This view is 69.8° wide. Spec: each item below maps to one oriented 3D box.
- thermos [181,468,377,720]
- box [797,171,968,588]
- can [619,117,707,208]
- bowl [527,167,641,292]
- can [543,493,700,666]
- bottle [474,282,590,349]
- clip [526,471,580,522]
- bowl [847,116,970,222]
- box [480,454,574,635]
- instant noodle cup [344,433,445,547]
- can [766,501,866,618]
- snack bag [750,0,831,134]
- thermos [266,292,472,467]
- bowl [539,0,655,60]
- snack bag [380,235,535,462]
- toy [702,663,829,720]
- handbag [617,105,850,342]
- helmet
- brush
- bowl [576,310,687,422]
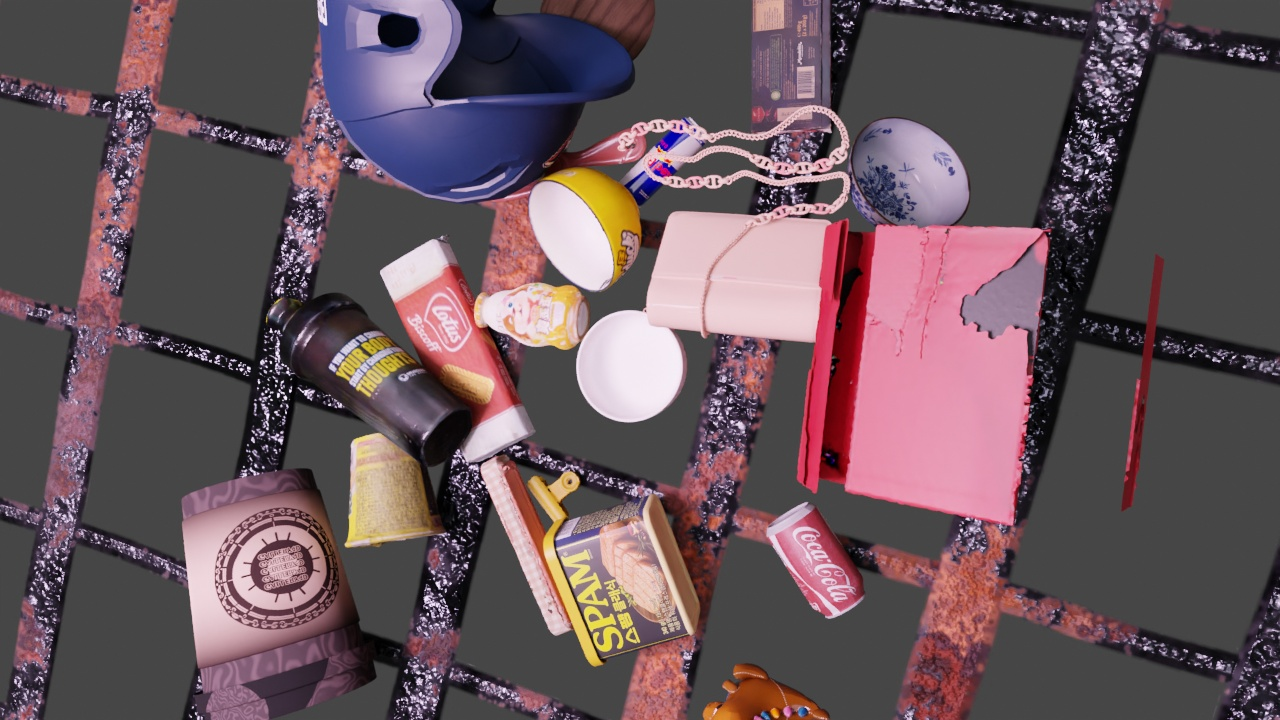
[{"bbox_3d":[-0.377,0.236,0.936,0.173,0.172,0.226,-18,81,15],"label":"thermos"},{"bbox_3d":[0.166,0.002,0.652,0.107,0.409,0.211,7,93,14],"label":"box"},{"bbox_3d":[0.021,-0.189,0.875,0.095,0.032,0.032,-43,81,13],"label":"can"},{"bbox_3d":[-0.044,-0.131,0.865,0.067,0.117,0.117,-38,79,-30],"label":"bowl"},{"bbox_3d":[-0.015,0.205,0.870,0.104,0.075,0.135,-20,97,12],"label":"can"},{"bbox_3d":[-0.107,-0.045,0.899,0.109,0.063,0.063,5,93,16],"label":"bottle"},{"bbox_3d":[-0.084,0.132,0.918,0.054,0.045,0.049,53,128,9],"label":"clip"},{"bbox_3d":[0.226,-0.151,0.803,0.114,0.045,0.114,5,68,-13],"label":"bowl"},{"bbox_3d":[-0.113,0.181,0.907,0.054,0.079,0.187,-22,84,-25],"label":"box"},{"bbox_3d":[-0.254,0.131,0.934,0.102,0.102,0.108,-11,80,15],"label":"instant noodle cup"},{"bbox_3d":[0.161,0.183,0.840,0.054,0.054,0.096,-34,83,13],"label":"can"},{"bbox_3d":[0.139,-0.287,0.847,0.075,0.018,0.155,1,92,15],"label":"snack bag"},{"bbox_3d":[-0.267,0.014,0.911,0.221,0.098,0.098,35,100,20],"label":"thermos"},{"bbox_3d":[-0.047,-0.338,0.888,0.119,0.032,0.119,1,92,15],"label":"bowl"},{"bbox_3d":[-0.187,-0.011,0.935,0.078,0.041,0.225,-27,86,17],"label":"snack bag"},{"bbox_3d":[0.114,0.323,0.834,0.103,0.090,0.070,-1,91,36],"label":"toy"},{"bbox_3d":[0.070,-0.107,0.783,0.199,0.187,0.116,6,53,16],"label":"handbag"},{"bbox_3d":[-0.141,-0.248,0.807,0.272,0.231,0.223,2,127,5],"label":"helmet"},{"bbox_3d":[-0.073,-0.191,0.901,0.172,0.030,0.041,-12,88,16],"label":"brush"},{"bbox_3d":[-0.005,0.005,0.879,0.105,0.054,0.105,0,91,13],"label":"bowl"}]
